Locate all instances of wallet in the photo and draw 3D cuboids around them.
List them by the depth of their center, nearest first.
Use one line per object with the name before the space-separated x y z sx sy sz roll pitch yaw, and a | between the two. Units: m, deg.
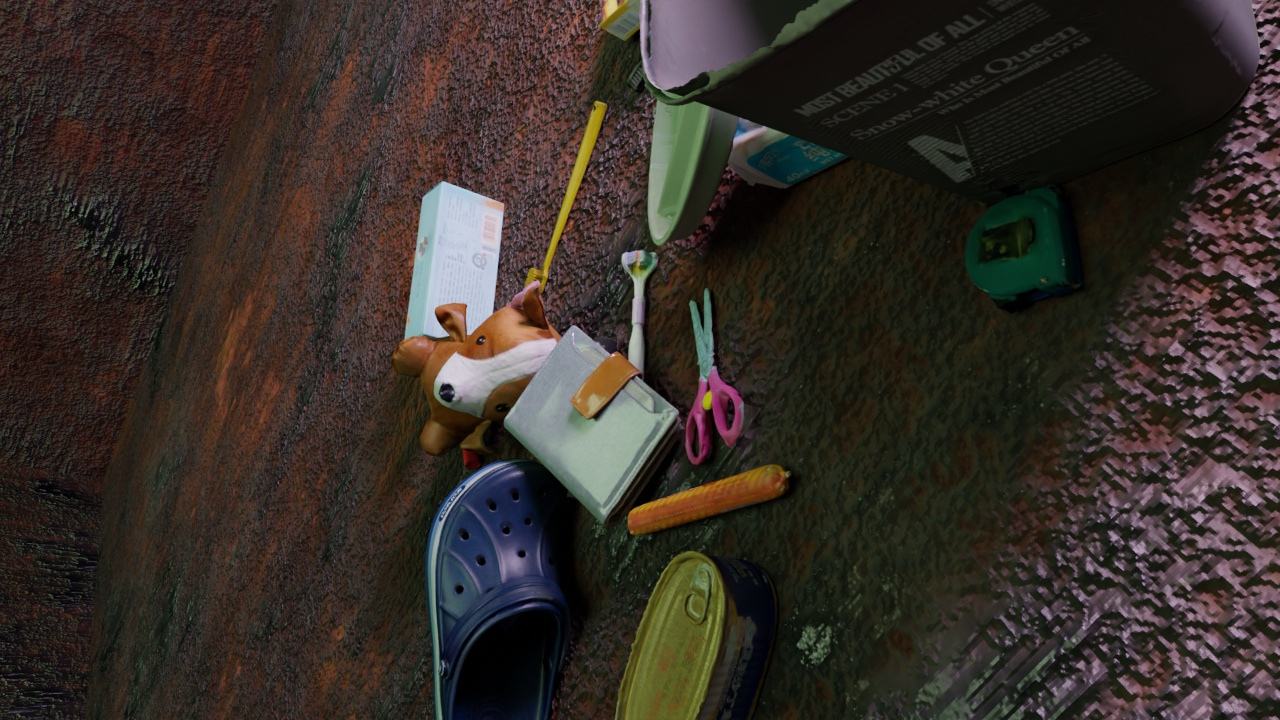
wallet | -0.038 0.044 0.689 0.130 0.037 0.107 39 101 34

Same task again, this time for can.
can | 0.033 0.191 0.564 0.075 0.049 0.148 21 95 54

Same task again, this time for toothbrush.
toothbrush | -0.004 0.004 0.711 0.020 0.029 0.189 73 -161 -74
toothbrush | 0.042 -0.306 0.770 0.186 0.012 0.017 -53 46 27
toothbrush | -0.071 -0.151 0.861 0.016 0.016 0.190 31 103 53

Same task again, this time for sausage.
sausage | 0.040 0.095 0.614 0.166 0.021 0.021 -26 57 46

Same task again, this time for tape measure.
tape measure | 0.191 -0.056 0.462 0.055 0.025 0.058 -22 60 47

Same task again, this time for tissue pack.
tissue pack | 0.111 -0.176 0.582 0.140 0.063 0.090 -20 61 49

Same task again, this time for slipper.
slipper | -0.107 0.198 0.703 0.095 0.105 0.252 -18 66 58

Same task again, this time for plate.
plate | 0.040 -0.194 0.643 0.230 0.027 0.230 -175 91 -81

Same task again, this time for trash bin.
trash bin | 0.142 -0.186 0.410 0.200 0.219 0.198 -18 62 49

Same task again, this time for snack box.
snack box | 0.018 -0.346 0.786 0.141 0.033 0.086 -14 61 54
snack box | -0.194 -0.092 0.957 0.052 0.074 0.174 -19 62 50

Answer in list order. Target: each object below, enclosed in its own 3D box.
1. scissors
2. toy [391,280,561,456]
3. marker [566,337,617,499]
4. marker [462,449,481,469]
scissors | 0.042 0.012 0.652 0.077 0.017 0.137 -53 36 41
toy | -0.139 0.012 0.810 0.200 0.130 0.140 -13 99 41
marker | -0.038 0.046 0.740 0.020 0.022 0.132 -8 70 60
marker | -0.181 0.048 0.938 0.017 0.017 0.145 -48 43 32
